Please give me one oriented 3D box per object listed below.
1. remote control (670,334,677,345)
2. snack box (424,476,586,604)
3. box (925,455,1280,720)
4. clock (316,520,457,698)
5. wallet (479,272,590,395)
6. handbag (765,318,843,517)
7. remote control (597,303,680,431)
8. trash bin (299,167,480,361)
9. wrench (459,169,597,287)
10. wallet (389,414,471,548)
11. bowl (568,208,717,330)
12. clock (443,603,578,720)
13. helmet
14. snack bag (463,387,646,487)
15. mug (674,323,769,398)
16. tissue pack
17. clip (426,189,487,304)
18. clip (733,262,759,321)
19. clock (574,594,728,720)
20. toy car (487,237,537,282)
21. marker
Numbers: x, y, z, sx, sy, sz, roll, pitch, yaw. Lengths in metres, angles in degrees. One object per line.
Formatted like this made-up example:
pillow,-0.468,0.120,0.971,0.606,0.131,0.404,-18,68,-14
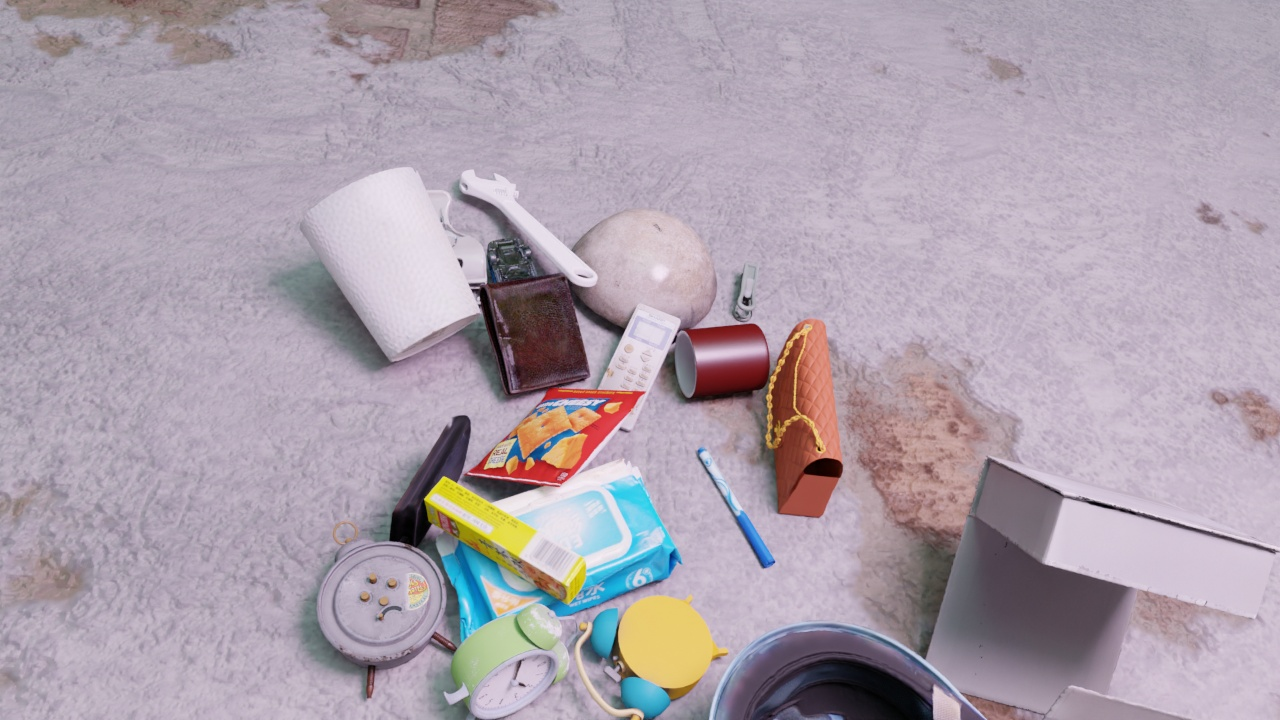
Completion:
remote control,-0.016,-0.060,1.058,0.030,0.009,0.140,-35,64,-31
snack box,-0.114,0.150,0.770,0.148,0.040,0.028,27,55,16
box,0.348,0.236,0.801,0.167,0.381,0.171,15,34,2
clock,-0.225,0.198,0.781,0.103,0.056,0.148,-23,61,-26
wallet,-0.111,-0.029,0.968,0.099,0.031,0.120,-13,84,-32
handbag,0.163,0.055,0.931,0.060,0.109,0.171,7,50,-5
remote control,-0.006,0.006,0.974,0.050,0.011,0.135,22,72,8
trash bin,-0.248,-0.093,0.940,0.133,0.134,0.161,-29,91,-29
wrench,-0.131,-0.158,1.074,0.066,0.018,0.273,-8,39,-38
wallet,-0.188,0.114,0.834,0.026,0.089,0.114,25,52,1
bowl,0.011,-0.119,1.057,0.178,0.081,0.178,9,48,-10
clock,-0.103,0.244,0.744,0.119,0.094,0.042,-25,49,-20
helmet,0.152,0.330,0.667,0.225,0.167,0.265,-21,59,-27
snack bag,-0.082,0.073,0.890,0.131,0.039,0.143,0,35,39
mug,0.082,-0.006,1.001,0.082,0.073,0.105,-6,23,-15
tissue pack,-0.076,0.171,0.826,0.209,0.066,0.117,-17,56,-20
clip,-0.240,-0.122,1.041,0.124,0.075,0.144,-1,62,-15
clip,0.126,-0.081,1.089,0.023,0.045,0.076,11,52,1
clock,0.007,0.251,0.790,0.129,0.044,0.099,-16,56,-30
toy car,-0.139,-0.088,1.036,0.056,0.044,0.120,-10,52,-18
marker,0.093,0.143,0.911,0.013,0.013,0.141,-17,56,-22
